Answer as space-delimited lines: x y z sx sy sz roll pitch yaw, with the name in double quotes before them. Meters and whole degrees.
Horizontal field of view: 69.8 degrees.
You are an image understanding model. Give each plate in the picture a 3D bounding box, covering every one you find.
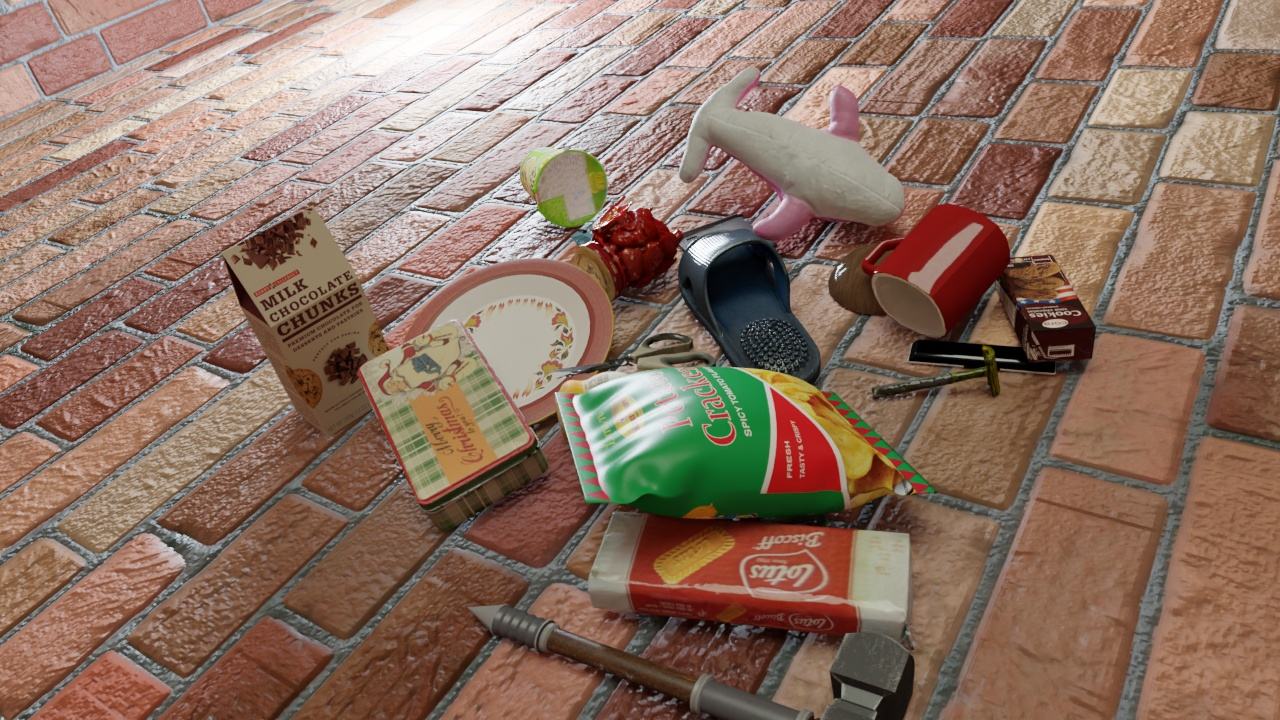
"plate" -0.137 -0.014 0.937 0.230 0.021 0.229 -8 51 10

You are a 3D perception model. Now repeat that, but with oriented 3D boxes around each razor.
"razor" 0.255 0.018 0.799 0.106 0.042 0.026 -12 38 17

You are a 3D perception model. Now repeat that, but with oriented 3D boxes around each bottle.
"bottle" -0.012 -0.127 1.008 0.111 0.099 0.099 -33 41 -25
"bottle" -0.020 0.040 0.824 0.108 0.063 0.063 -12 37 -1

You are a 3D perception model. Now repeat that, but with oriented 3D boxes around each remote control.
"remote control" 0.306 -0.005 0.825 0.124 0.012 0.028 5 40 23

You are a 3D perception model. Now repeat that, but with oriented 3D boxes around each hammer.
"hammer" 0.008 0.211 0.615 0.323 0.043 0.155 9 42 31

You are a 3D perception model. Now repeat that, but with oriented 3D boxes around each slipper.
"slipper" 0.099 -0.072 0.908 0.101 0.083 0.263 -17 41 -3

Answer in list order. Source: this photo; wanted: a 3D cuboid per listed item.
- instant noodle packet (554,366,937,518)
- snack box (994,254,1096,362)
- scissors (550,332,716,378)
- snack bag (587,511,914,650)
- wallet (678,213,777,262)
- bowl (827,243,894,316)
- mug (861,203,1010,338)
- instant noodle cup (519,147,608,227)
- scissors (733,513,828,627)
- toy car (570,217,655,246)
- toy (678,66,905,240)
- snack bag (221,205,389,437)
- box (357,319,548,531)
"instant noodle packet" 0.069 0.061 0.717 0.252 0.090 0.195 0 20 -12
"snack box" 0.366 -0.050 0.837 0.051 0.032 0.140 -3 32 10
"scissors" -0.011 -0.003 0.884 0.169 0.013 0.132 4 27 -1
"snack bag" 0.078 0.151 0.653 0.225 0.041 0.077 0 39 18
"wallet" 0.098 -0.135 1.059 0.091 0.018 0.115 -21 35 -9
"bowl" 0.251 -0.091 0.941 0.118 0.030 0.117 -8 37 6
"mug" 0.270 -0.090 0.867 0.096 0.080 0.116 -45 45 -13
"instant noodle cup" -0.107 -0.234 1.193 0.098 0.099 0.108 -24 30 -15
"scissors" 0.060 0.137 0.717 0.171 0.021 0.171 -9 41 0
"toy car" -0.030 -0.148 1.105 0.107 0.027 0.060 -27 38 -34
"toy" 0.180 -0.218 1.054 0.266 0.127 0.186 31 92 16
"snack bag" -0.322 -0.040 0.900 0.094 0.207 0.070 -37 43 -29
"box" -0.175 0.051 0.840 0.117 0.050 0.205 -30 47 -8
